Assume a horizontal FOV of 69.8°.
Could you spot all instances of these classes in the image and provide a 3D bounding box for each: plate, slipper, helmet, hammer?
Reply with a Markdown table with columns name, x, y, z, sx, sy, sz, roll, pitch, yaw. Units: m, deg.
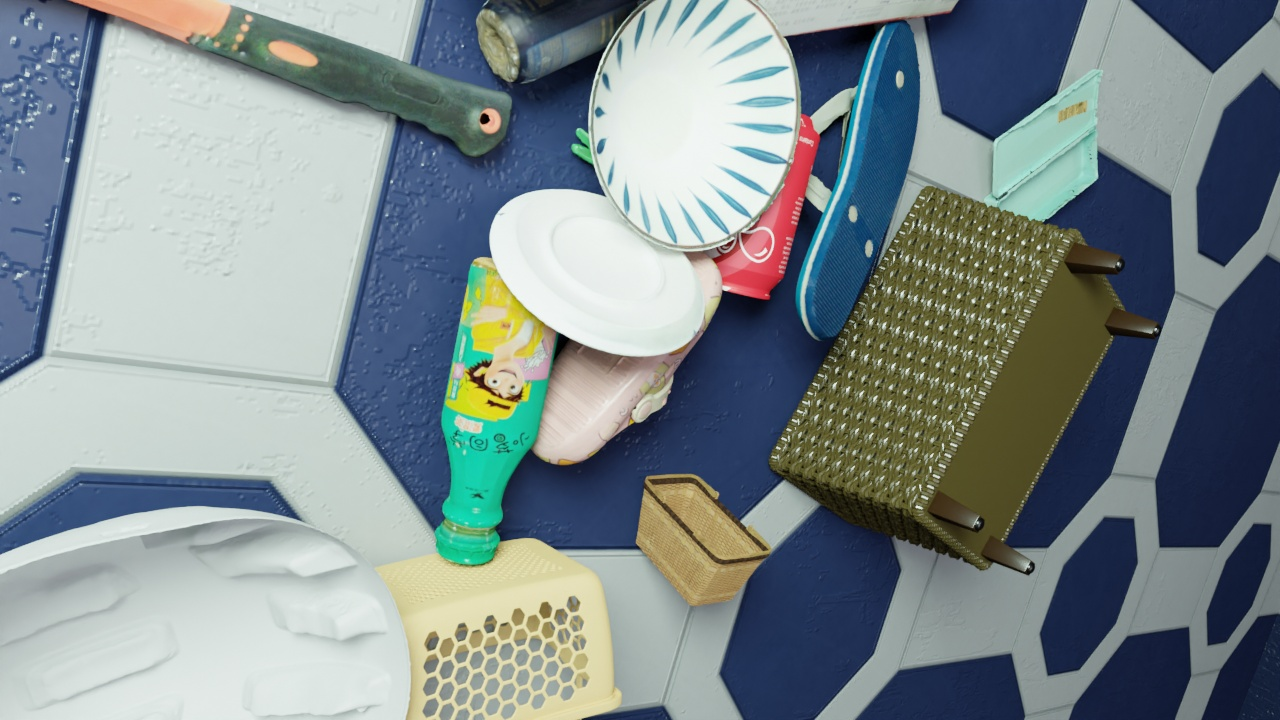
| name | x | y | z | sx | sy | sz | roll | pitch | yaw |
| --- | --- | --- | --- | --- | --- | --- | --- | --- | --- |
| plate | -0.024 | -0.066 | 0.617 | 0.156 | 0.157 | 0.014 | -6 | 143 | -37 |
| slipper | 0.177 | -0.155 | 0.788 | 0.118 | 0.060 | 0.294 | 38 | 68 | -47 |
| slipper | -0.004 | 0.004 | 0.693 | 0.197 | 0.093 | 0.081 | -52 | 140 | -10 |
| helmet | -0.265 | 0.187 | 0.481 | 0.282 | 0.184 | 0.224 | -21 | 114 | -16 |
| hammer | -0.215 | -0.177 | 0.502 | 0.332 | 0.033 | 0.133 | 11 | 98 | -41 |

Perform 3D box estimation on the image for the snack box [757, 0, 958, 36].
| name | x | y | z | sx | sy | sz | roll | pitch | yaw |
| --- | --- | --- | --- | --- | --- | --- | --- | --- | --- |
| snack box | 0.170 | -0.300 | 0.714 | 0.272 | 0.044 | 0.077 | -21 | 157 | -34 |

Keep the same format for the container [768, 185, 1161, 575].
| name | x | y | z | sx | sy | sz | roll | pitch | yaw |
| --- | --- | --- | --- | --- | --- | --- | --- | --- | --- |
| container | 0.312 | 0.026 | 0.865 | 0.176 | 0.205 | 0.320 | 35 | 83 | -40 |

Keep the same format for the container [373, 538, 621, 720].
| name | x | y | z | sx | sy | sz | roll | pitch | yaw |
| --- | --- | --- | --- | --- | --- | --- | --- | --- | --- |
| container | -0.121 | 0.229 | 0.652 | 0.183 | 0.129 | 0.167 | -5 | 101 | -37 |

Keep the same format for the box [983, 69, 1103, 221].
| name | x | y | z | sx | sy | sz | roll | pitch | yaw |
| --- | --- | --- | --- | --- | --- | --- | --- | --- | --- |
| box | 0.437 | -0.216 | 0.992 | 0.186 | 0.033 | 0.136 | -34 | 124 | -24 |

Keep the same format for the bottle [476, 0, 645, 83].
| name | x | y | z | sx | sy | sz | roll | pitch | yaw |
| --- | --- | --- | --- | --- | --- | --- | --- | --- | --- |
| bottle | -0.031 | -0.235 | 0.605 | 0.160 | 0.056 | 0.056 | -33 | 123 | -24 |

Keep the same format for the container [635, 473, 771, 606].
| name | x | y | z | sx | sy | sz | roll | pitch | yaw |
| --- | --- | --- | --- | --- | --- | --- | --- | --- | --- |
| container | 0.046 | 0.152 | 0.772 | 0.063 | 0.114 | 0.061 | 3 | 117 | -38 |

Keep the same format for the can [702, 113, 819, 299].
| name | x | y | z | sx | sy | sz | roll | pitch | yaw |
| --- | --- | --- | --- | --- | --- | --- | --- | --- | --- |
| can | 0.090 | -0.125 | 0.725 | 0.074 | 0.074 | 0.142 | 7 | 101 | -39 |

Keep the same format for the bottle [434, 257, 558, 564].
| name | x | y | z | sx | sy | sz | roll | pitch | yaw |
| --- | --- | --- | --- | --- | --- | --- | --- | --- | --- |
| bottle | -0.103 | 0.037 | 0.637 | 0.068 | 0.068 | 0.210 | 5 | 102 | -39 |

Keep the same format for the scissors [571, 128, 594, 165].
| name | x | y | z | sx | sy | sz | roll | pitch | yaw |
| --- | --- | --- | --- | --- | --- | --- | --- | --- | --- |
| scissors | -0.002 | -0.143 | 0.689 | 0.130 | 0.014 | 0.070 | 34 | 81 | -40 |

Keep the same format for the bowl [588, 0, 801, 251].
| name | x | y | z | sx | sy | sz | roll | pitch | yaw |
| --- | --- | --- | --- | --- | --- | --- | --- | --- | --- |
| bowl | 0.024 | -0.170 | 0.645 | 0.177 | 0.071 | 0.177 | -12 | 113 | -31 |
